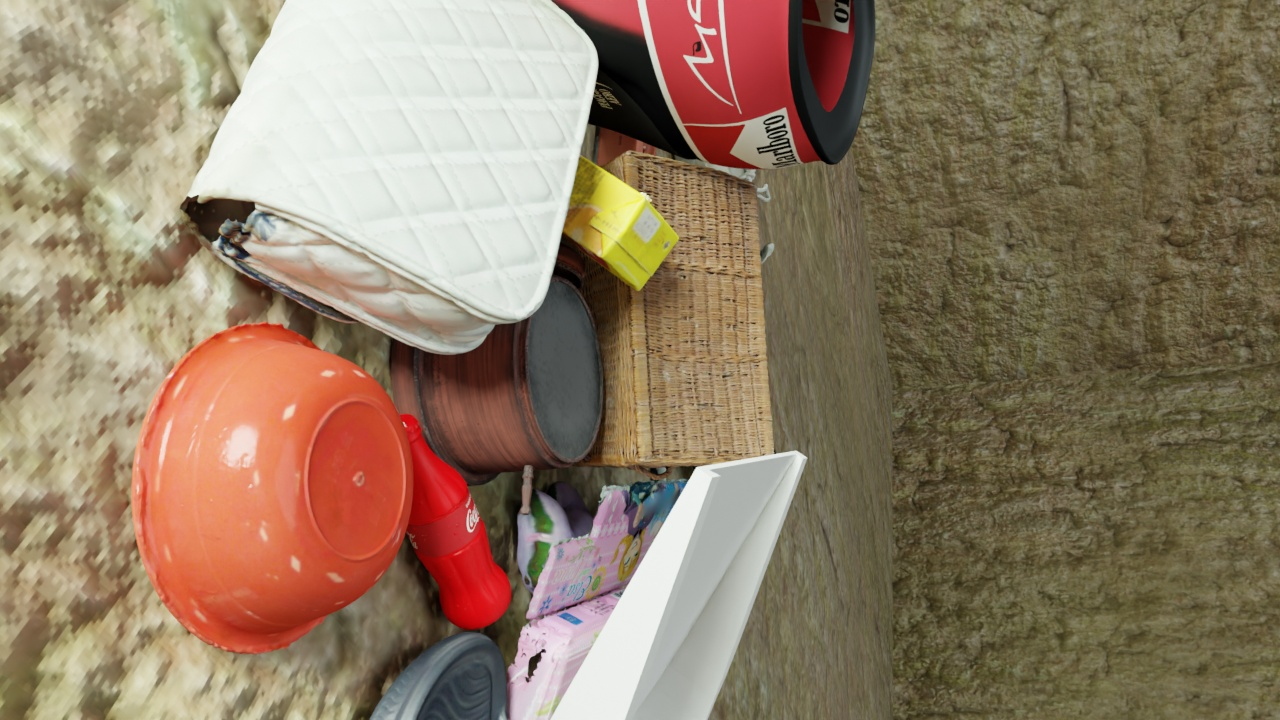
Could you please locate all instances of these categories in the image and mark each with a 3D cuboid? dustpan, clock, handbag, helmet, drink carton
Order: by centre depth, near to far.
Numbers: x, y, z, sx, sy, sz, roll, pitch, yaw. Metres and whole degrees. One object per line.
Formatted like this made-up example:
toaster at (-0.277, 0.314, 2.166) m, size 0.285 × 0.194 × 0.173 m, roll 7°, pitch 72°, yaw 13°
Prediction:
handbag at (-0.101, -0.103, 0.406) m, size 0.138 × 0.073 × 0.194 m, roll 29°, pitch 52°, yaw -28°
clock at (-0.072, -0.007, 0.492) m, size 0.120 × 0.072 × 0.158 m, roll -35°, pitch 119°, yaw -68°
drink carton at (-0.045, -0.095, 0.506) m, size 0.043 × 0.134 × 0.058 m, roll -53°, pitch 154°, yaw 1°
helmet at (0.010, -0.235, 0.526) m, size 0.271 × 0.225 × 0.197 m, roll 64°, pitch 42°, yaw -59°
dustpan at (0.024, 0.179, 0.532) m, size 0.258 × 0.053 × 0.191 m, roll -61°, pitch 158°, yaw 10°

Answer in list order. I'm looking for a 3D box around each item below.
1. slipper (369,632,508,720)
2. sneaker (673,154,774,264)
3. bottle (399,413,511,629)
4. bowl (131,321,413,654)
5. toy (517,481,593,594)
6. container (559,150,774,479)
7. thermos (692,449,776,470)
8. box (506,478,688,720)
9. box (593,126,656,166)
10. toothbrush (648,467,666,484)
slipper at (-0.077, 0.259, 0.402) m, size 0.110 × 0.083 × 0.267 m, roll 37°, pitch 52°, yaw -62°
sneaker at (0.086, -0.209, 0.959) m, size 0.089 × 0.091 × 0.242 m, roll -48°, pitch 129°, yaw -63°
bottle at (-0.098, 0.079, 0.452) m, size 0.036 × 0.036 × 0.119 m, roll -65°, pitch 144°, yaw -55°
bowl at (-0.129, 0.048, 0.361) m, size 0.130 × 0.045 × 0.130 m, roll -5°, pitch 90°, yaw -71°
toy at (-0.053, 0.111, 0.576) m, size 0.099 × 0.036 × 0.080 m, roll 48°, pitch 31°, yaw -65°
container at (0.003, -0.023, 0.596) m, size 0.113 × 0.113 × 0.198 m, roll 3°, pitch 82°, yaw -40°
thermos at (0.062, 0.029, 0.843) m, size 0.241 × 0.082 × 0.082 m, roll 66°, pitch 27°, yaw -42°
box at (-0.013, 0.156, 0.591) m, size 0.230 × 0.035 × 0.159 m, roll 15°, pitch 94°, yaw -69°
box at (-0.011, -0.201, 0.756) m, size 0.063 × 0.056 × 0.187 m, roll 19°, pitch 58°, yaw -28°
toothbrush at (0.011, 0.113, 0.719) m, size 0.017 × 0.016 × 0.189 m, roll -46°, pitch 144°, yaw -51°
